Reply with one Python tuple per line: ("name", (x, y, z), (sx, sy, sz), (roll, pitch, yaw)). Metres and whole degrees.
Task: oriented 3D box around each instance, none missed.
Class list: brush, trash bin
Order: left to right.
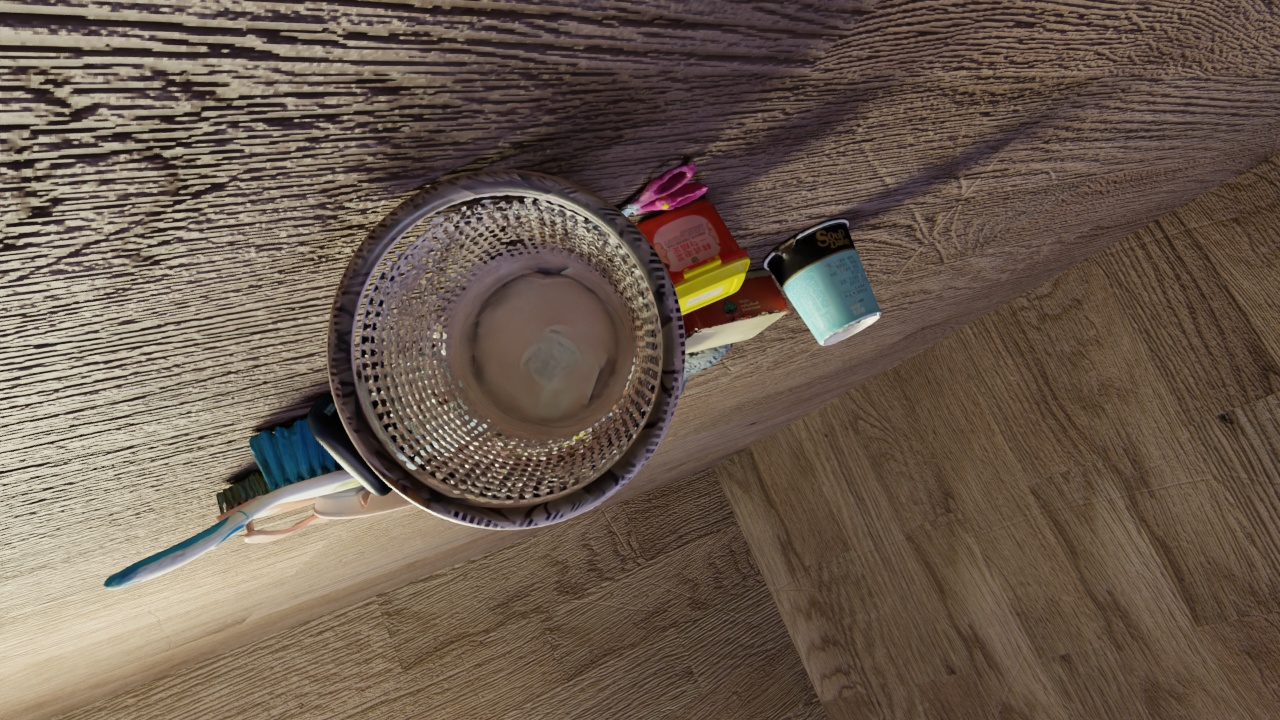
("brush", (-0.351, 0.118, 0.868), (0.061, 0.109, 0.313), (-31, 167, 40))
("brush", (-0.410, 0.166, 1.049), (0.063, 0.073, 0.145), (-27, 170, 13))
("trash bin", (-0.082, -0.008, 0.664), (0.227, 0.227, 0.192), (-25, -179, 2))

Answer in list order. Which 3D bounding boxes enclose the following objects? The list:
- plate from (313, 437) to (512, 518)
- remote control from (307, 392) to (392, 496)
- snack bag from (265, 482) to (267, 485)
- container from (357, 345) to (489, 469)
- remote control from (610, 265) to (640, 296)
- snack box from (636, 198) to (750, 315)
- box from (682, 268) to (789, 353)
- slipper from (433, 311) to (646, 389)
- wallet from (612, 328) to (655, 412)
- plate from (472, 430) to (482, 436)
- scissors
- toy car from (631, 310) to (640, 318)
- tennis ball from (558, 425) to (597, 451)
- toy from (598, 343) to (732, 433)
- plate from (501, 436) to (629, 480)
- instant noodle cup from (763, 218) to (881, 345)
("plate", (-0.263, 0.129, 1.058), (0.229, 0.028, 0.229), (-13, -172, 2))
("remote control", (-0.270, 0.084, 0.891), (0.024, 0.053, 0.136), (5, 143, 32))
("snack bag", (-0.357, 0.106, 0.995), (0.104, 0.026, 0.048), (-21, -165, -7))
("container", (-0.204, 0.041, 0.885), (0.111, 0.090, 0.090), (-28, 168, -3))
("remote control", (0.011, -0.087, 0.893), (0.125, 0.024, 0.049), (-27, 168, 29))
("snack box", (0.040, -0.090, 0.803), (0.091, 0.080, 0.082), (-23, 169, -7))
("box", (0.094, -0.049, 1.097), (0.168, 0.076, 0.092), (-13, 164, -40))
("slipper", (-0.082, -0.023, 0.879), (0.114, 0.054, 0.274), (-41, 148, 27))
("wallet", (-0.006, 0.006, 1.022), (0.107, 0.031, 0.132), (-22, 145, -9))
("plate", (-0.122, 0.027, 1.080), (0.205, 0.045, 0.205), (-22, 168, -5))
("scissors", (-0.009, -0.123, 0.730), (0.137, 0.017, 0.093), (-20, 169, -3))
("toy car", (0.000, -0.060, 0.954), (0.091, 0.042, 0.034), (-24, 135, 19))
("tennis ball", (-0.090, 0.096, 1.277), (0.065, 0.065, 0.065), (-23, 168, -5))
("toy", (0.001, 0.048, 1.309), (0.137, 0.091, 0.357), (-31, 176, -37))
("plate", (-0.120, 0.134, 1.348), (0.230, 0.027, 0.230), (-1, -173, 0))
("instant noodle cup", (0.219, -0.085, 1.074), (0.111, 0.120, 0.111), (-23, 168, -5))
